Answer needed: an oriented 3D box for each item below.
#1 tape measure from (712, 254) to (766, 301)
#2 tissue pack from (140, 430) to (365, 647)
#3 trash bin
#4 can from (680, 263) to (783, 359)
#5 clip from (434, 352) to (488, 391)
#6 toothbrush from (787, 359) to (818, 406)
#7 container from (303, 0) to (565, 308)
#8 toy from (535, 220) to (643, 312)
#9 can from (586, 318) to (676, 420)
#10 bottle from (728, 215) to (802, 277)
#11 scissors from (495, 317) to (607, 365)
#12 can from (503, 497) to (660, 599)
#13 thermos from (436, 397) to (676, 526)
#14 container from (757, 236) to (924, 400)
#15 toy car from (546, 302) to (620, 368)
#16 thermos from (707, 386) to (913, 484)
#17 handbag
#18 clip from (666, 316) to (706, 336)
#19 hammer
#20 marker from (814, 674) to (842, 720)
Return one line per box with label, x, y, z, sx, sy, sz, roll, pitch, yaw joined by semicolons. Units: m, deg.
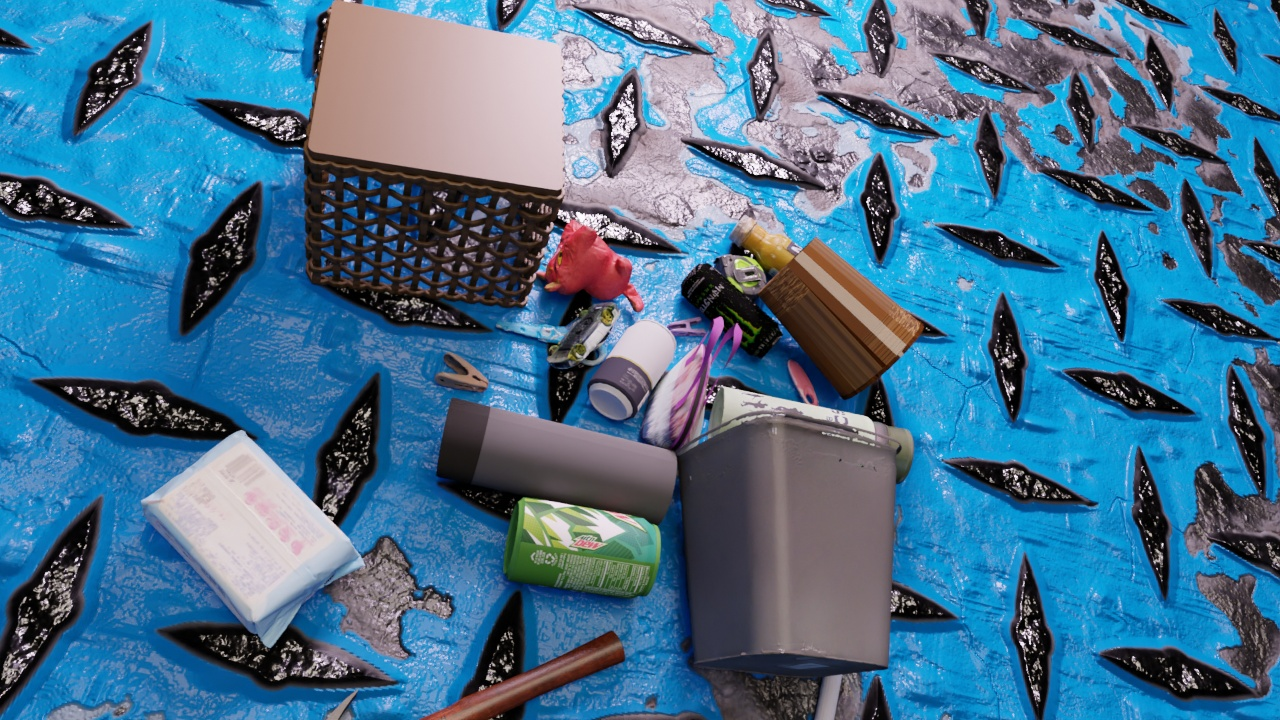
tape measure;0.133;-0.107;1.188;0.058;0.036;0.065;-7;63;-23
tissue pack;-0.355;0.161;0.843;0.182;0.070;0.111;44;57;6
trash bin;0.147;0.194;0.923;0.197;0.198;0.219;14;63;-24
can;0.112;-0.062;1.144;0.137;0.054;0.053;42;56;7
clip;-0.196;0.013;1.013;0.060;0.024;0.039;14;60;-23
toothbrush;0.211;0.056;1.132;0.021;0.016;0.135;-9;64;-24
container;-0.229;-0.220;1.020;0.251;0.215;0.219;6;59;-16
toy;-0.058;-0.096;1.111;0.133;0.088;0.094;40;88;-16
can;-0.006;0.006;1.056;0.064;0.064;0.127;33;56;2
bottle;0.202;-0.123;1.211;0.186;0.053;0.053;37;56;4
scissors;-0.103;-0.030;1.078;0.135;0.015;0.066;8;61;-12
can;-0.059;0.189;0.919;0.144;0.083;0.082;12;58;-12
thermos;-0.089;0.107;0.957;0.240;0.082;0.082;15;57;-11
container;0.238;-0.057;1.124;0.167;0.132;0.131;45;57;1
toy car;-0.064;-0.026;1.057;0.105;0.048;0.033;-51;123;-30
thermos;0.197;0.093;1.058;0.231;0.082;0.082;12;58;-6
handbag;0.063;0.020;1.003;0.068;0.170;0.144;21;45;-6
clip;0.057;-0.045;1.141;0.052;0.014;0.040;15;57;-13
hammer;-0.149;0.319;0.845;0.300;0.028;0.111;-16;68;-27
marker;0.192;0.358;0.945;0.019;0.019;0.145;24;56;-4
